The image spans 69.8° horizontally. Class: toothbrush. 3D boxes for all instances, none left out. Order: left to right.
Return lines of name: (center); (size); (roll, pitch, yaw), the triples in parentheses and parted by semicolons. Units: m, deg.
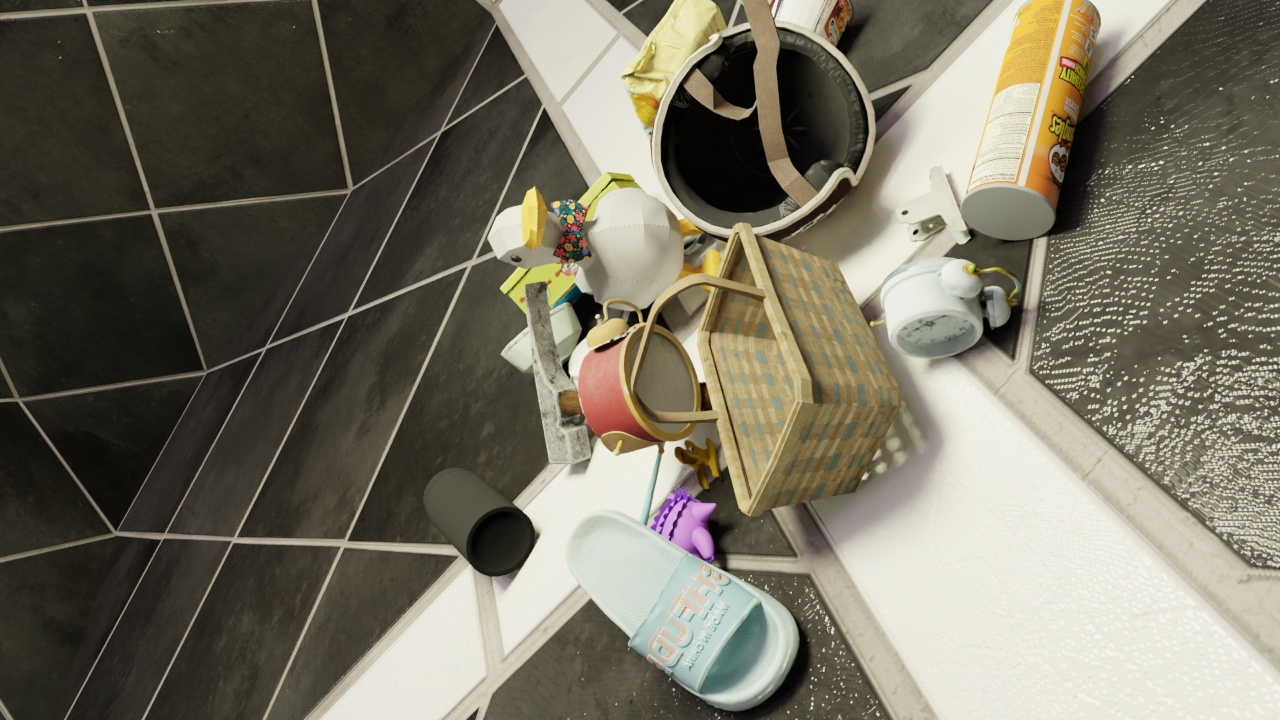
toothbrush: (0.012, 0.138, 0.946); (0.017, 0.016, 0.180); (12, 81, 28)

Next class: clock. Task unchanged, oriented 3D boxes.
clock: (-0.010, 0.016, 0.919); (0.081, 0.117, 0.158); (-19, 75, 37)
clock: (0.254, -0.048, 0.759); (0.118, 0.083, 0.057); (-29, 45, 41)

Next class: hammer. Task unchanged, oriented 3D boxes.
hammer: (-0.006, 0.006, 1.012); (0.301, 0.037, 0.218); (-5, 97, 40)

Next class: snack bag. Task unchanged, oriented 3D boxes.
snack bag: (0.074, -0.310, 1.118); (0.068, 0.247, 0.159); (13, 64, 32)

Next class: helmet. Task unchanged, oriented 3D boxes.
helmet: (0.119, -0.240, 0.950); (0.234, 0.233, 0.252); (-44, -1, 26)

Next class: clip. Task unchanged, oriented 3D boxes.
clip: (0.055, 0.100, 0.924); (0.053, 0.049, 0.044); (-97, 16, -47)
clip: (0.278, -0.137, 0.876); (0.056, 0.046, 0.101); (-30, 39, 28)

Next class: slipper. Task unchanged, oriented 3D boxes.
slipper: (0.020, 0.207, 0.787); (0.245, 0.074, 0.104); (29, 90, 35)

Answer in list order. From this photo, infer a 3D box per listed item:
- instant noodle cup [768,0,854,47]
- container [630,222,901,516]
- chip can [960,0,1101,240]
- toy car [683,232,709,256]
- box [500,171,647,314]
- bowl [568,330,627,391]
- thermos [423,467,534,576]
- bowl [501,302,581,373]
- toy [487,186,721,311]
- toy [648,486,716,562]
instant noodle cup: (0.189, -0.396, 1.149); (0.124, 0.123, 0.121); (11, 79, 56)
container: (0.091, -0.001, 0.801); (0.249, 0.186, 0.158); (-100, 21, -49)
chip can: (0.342, -0.215, 0.801); (0.075, 0.075, 0.214); (-6, 56, 51)
toy car: (0.057, -0.147, 1.161); (0.090, 0.038, 0.027); (-37, 77, 29)
box: (-0.080, -0.153, 1.260); (0.221, 0.082, 0.124); (-42, -2, 20)
bowl: (-0.047, 0.008, 1.129); (0.118, 0.062, 0.117); (-34, 38, 31)
thermos: (-0.213, 0.194, 1.155); (0.086, 0.086, 0.199); (-59, 32, -7)
bowl: (-0.125, -0.020, 1.242); (0.117, 0.061, 0.117); (-37, -2, -2)
toy: (-0.041, -0.130, 1.069); (0.247, 0.267, 0.140); (119, 147, -73)
toy: (0.035, 0.168, 0.874); (0.106, 0.056, 0.088); (4, 65, 54)
